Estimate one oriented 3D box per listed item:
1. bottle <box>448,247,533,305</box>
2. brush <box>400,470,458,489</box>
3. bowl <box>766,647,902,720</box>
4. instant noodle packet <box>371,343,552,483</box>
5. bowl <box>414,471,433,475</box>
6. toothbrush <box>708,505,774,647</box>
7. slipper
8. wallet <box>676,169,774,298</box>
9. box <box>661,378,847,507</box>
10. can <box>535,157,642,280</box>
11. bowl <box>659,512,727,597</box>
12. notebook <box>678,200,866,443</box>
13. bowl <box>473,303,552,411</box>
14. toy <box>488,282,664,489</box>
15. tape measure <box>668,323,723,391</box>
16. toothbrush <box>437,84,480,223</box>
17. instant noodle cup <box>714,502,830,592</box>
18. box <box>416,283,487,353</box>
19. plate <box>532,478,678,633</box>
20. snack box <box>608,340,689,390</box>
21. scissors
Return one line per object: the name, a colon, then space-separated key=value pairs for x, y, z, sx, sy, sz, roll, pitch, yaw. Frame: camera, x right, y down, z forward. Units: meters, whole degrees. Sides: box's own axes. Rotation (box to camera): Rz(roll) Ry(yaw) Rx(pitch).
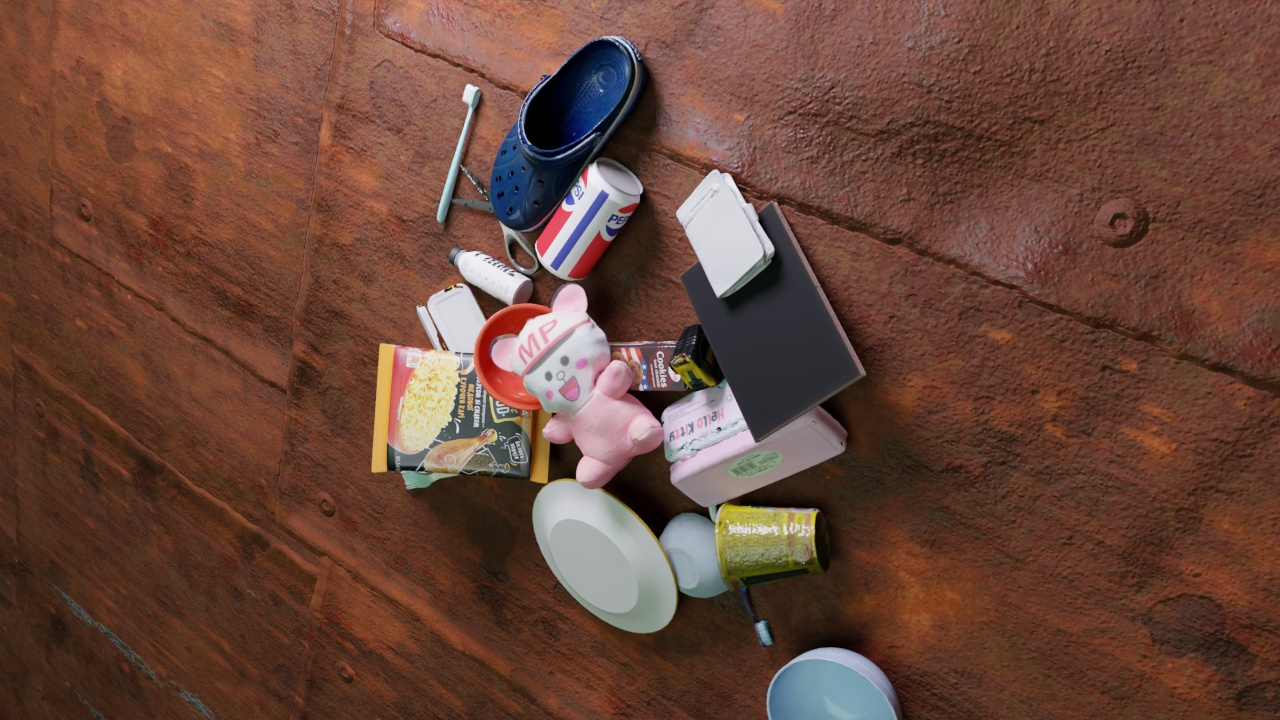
bottle: x=-0.190 y=-0.108 z=1.143 sx=0.116 sy=0.041 sz=0.041 roll=30 pitch=117 yaw=20
brush: x=-0.252 y=0.150 z=1.275 sx=0.218 sy=0.012 sz=0.033 roll=-15 pitch=97 yaw=32
bowl: x=0.224 y=0.381 z=1.022 sx=0.151 sy=0.074 sz=0.151 roll=10 pitch=110 yaw=28
instant noodle packet: x=-0.221 y=0.066 z=1.149 sx=0.221 sy=0.032 sz=0.160 roll=4 pitch=91 yaw=-1
bowl: x=-0.283 y=0.089 z=1.234 sx=0.116 sy=0.065 sz=0.116 roll=17 pitch=118 yaw=34
toothbrush: x=0.118 y=0.251 z=1.082 sx=0.017 sy=0.016 sz=0.189 roll=-20 pitch=94 yaw=23
slipper: x=-0.098 y=-0.253 z=1.012 sx=0.105 sy=0.095 sz=0.253 roll=48 pitch=116 yaw=10
wallet: x=0.089 y=-0.134 z=0.966 sx=0.086 sy=0.032 sz=0.116 roll=-37 pitch=70 yaw=41
box: x=0.120 y=0.073 z=1.016 sx=0.202 sy=0.103 sz=0.101 roll=-29 pitch=128 yaw=33
can: x=-0.059 y=-0.157 z=1.033 sx=0.070 sy=0.070 sz=0.132 roll=46 pitch=122 yaw=11
bowl: x=0.060 y=0.237 z=1.086 sx=0.106 sy=0.039 sz=0.106 roll=18 pitch=120 yaw=36
notebook: x=0.129 y=-0.040 z=0.952 sx=0.142 sy=0.008 sz=0.209 roll=-37 pitch=64 yaw=33
bowl: x=-0.138 y=-0.001 z=1.114 sx=0.130 sy=0.130 sz=0.045 roll=61 pitch=165 yaw=2
toy: x=-0.068 y=0.031 z=1.046 sx=0.142 sy=0.084 sz=0.213 roll=-39 pitch=86 yaw=25
tape measure: x=0.064 y=0.000 z=1.012 sx=0.038 sy=0.067 sz=0.062 roll=-19 pitch=124 yaw=32
toothbrush: x=-0.229 y=-0.253 z=1.139 sx=0.016 sy=0.016 sz=0.181 roll=29 pitch=117 yaw=17
instant noodle cup: x=0.147 y=0.201 z=1.008 sx=0.108 sy=0.102 sz=0.102 roll=-9 pitch=100 yaw=23
box: x=-0.217 y=0.008 z=1.206 sx=0.084 sy=0.080 sz=0.210 roll=-27 pitch=91 yaw=-7
plate: x=-0.053 y=0.250 z=1.143 sx=0.230 sy=0.021 sz=0.230 roll=22 pitch=130 yaw=29
snack box: x=-0.006 y=0.006 z=1.073 sx=0.141 sy=0.031 sz=0.051 roll=-1 pitch=104 yaw=31
scissors: x=-0.161 y=-0.178 z=1.121 sx=0.158 sy=0.012 sz=0.169 roll=-16 pitch=96 yaw=31
